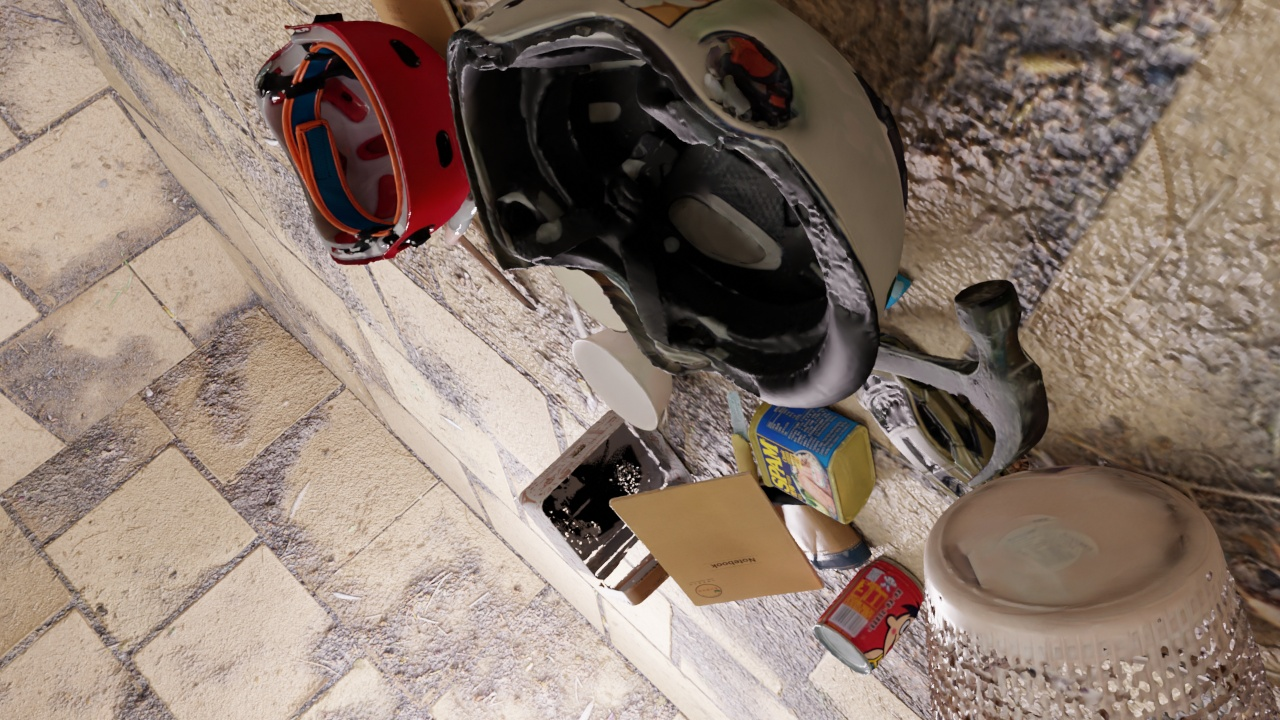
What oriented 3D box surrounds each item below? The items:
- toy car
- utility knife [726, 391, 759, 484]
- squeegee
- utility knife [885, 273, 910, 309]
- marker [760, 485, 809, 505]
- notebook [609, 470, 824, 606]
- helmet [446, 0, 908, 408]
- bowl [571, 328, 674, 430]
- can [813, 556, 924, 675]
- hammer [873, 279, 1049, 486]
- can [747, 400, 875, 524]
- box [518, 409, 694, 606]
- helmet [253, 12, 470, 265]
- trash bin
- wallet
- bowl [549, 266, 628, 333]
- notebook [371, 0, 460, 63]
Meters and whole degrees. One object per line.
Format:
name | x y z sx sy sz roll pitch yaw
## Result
toy car | 0.199 0.046 0.630 0.158 0.042 0.070 48 159 5
utility knife | 0.104 0.109 0.893 0.031 0.021 0.207 25 146 43
squeegee | -0.192 -0.148 0.978 0.247 0.040 0.250 45 165 -7
utility knife | 0.088 -0.097 0.610 0.204 0.018 0.034 38 160 19
marker | 0.141 0.124 0.854 0.132 0.020 0.022 -8 105 42
notebook | 0.080 0.184 0.915 0.148 0.008 0.208 -15 132 23
helmet | 0.033 -0.111 0.504 0.274 0.156 0.230 30 154 14
bowl | -0.005 0.005 0.918 0.118 0.064 0.118 39 157 19
can | 0.217 0.239 0.864 0.066 0.093 0.067 39 158 19
hammer | 0.132 -0.007 0.607 0.323 0.031 0.126 23 139 63
can | 0.146 0.081 0.771 0.083 0.057 0.102 26 152 39
box | -0.009 0.168 1.054 0.157 0.182 0.194 52 158 -14
helmet | -0.219 -0.205 0.816 0.241 0.143 0.207 -8 108 52
trash bin | 0.261 0.179 0.540 0.228 0.227 0.192 14 129 56
wallet | 0.166 0.156 0.905 0.115 0.033 0.090 49 157 -3
bowl | -0.024 -0.088 0.783 0.116 0.066 0.117 41 158 20
notebook | -0.192 -0.286 0.832 0.149 0.012 0.212 30 154 42
